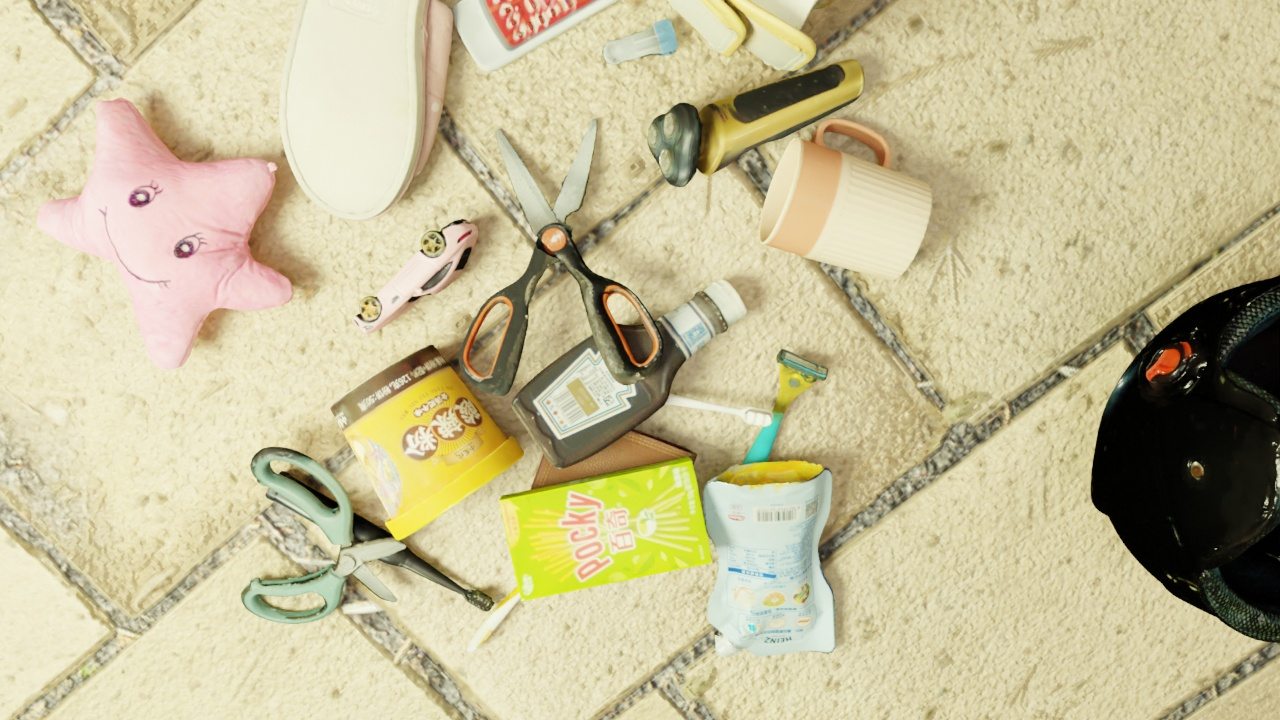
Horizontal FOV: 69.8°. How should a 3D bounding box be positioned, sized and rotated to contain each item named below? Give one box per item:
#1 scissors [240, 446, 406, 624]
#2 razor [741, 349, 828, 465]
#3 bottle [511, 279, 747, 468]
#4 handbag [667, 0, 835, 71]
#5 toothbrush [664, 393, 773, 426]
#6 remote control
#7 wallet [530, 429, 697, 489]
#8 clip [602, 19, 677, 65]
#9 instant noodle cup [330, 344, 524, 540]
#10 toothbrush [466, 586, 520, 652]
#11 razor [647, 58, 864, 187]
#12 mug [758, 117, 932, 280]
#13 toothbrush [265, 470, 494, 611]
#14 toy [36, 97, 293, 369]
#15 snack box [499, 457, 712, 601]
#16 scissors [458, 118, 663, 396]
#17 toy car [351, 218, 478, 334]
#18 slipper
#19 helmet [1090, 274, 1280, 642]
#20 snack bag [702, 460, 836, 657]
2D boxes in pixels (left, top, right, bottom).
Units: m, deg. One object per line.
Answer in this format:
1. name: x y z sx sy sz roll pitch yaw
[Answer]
1. scissors: -0.283 0.149 0.760 0.172 0.019 0.170 -21 110 18
2. razor: 0.108 0.057 0.757 0.043 0.028 0.133 23 105 2
3. bottle: -0.004 0.004 0.722 0.195 0.044 0.080 -35 83 -4
4. handbag: 0.041 -0.254 0.618 0.178 0.163 0.063 22 102 -4
5. toothbrush: 0.018 0.031 0.744 0.180 0.016 0.016 11 103 7
6. remote control: -0.073 -0.270 0.686 0.136 0.020 0.056 -27 102 5
7. wallet: -0.025 0.102 0.757 0.124 0.032 0.101 20 91 -3
8. clip: -0.001 -0.238 0.696 0.058 0.036 0.026 -17 104 0
9. instant noodle cup: -0.170 0.059 0.716 0.118 0.118 0.114 -32 92 6
10. toothbrush: -0.094 0.181 0.790 0.018 0.016 0.191 37 100 -12
11. razor: 0.088 -0.185 0.688 0.167 0.068 0.062 -22 63 -2
12. mug: 0.157 -0.126 0.696 0.106 0.082 0.114 17 73 -6
13. toothbrush: -0.217 0.158 0.779 0.212 0.026 0.027 32 140 -7
14. toy: -0.351 -0.108 0.693 0.178 0.074 0.194 -33 100 6
15. snack box: -0.027 0.134 0.731 0.156 0.026 0.086 -11 94 -1
16. scissors: -0.068 -0.069 0.698 0.221 0.022 0.228 45 87 5
17. toy car: -0.172 -0.063 0.715 0.122 0.056 0.037 -43 93 9
18. slipper: -0.197 -0.239 0.674 0.114 0.054 0.275 11 105 -3
19. helmet: 0.457 0.060 0.660 0.233 0.230 0.275 12 93 -12
20. snack bag: 0.110 0.175 0.773 0.110 0.038 0.191 -9 115 -8
